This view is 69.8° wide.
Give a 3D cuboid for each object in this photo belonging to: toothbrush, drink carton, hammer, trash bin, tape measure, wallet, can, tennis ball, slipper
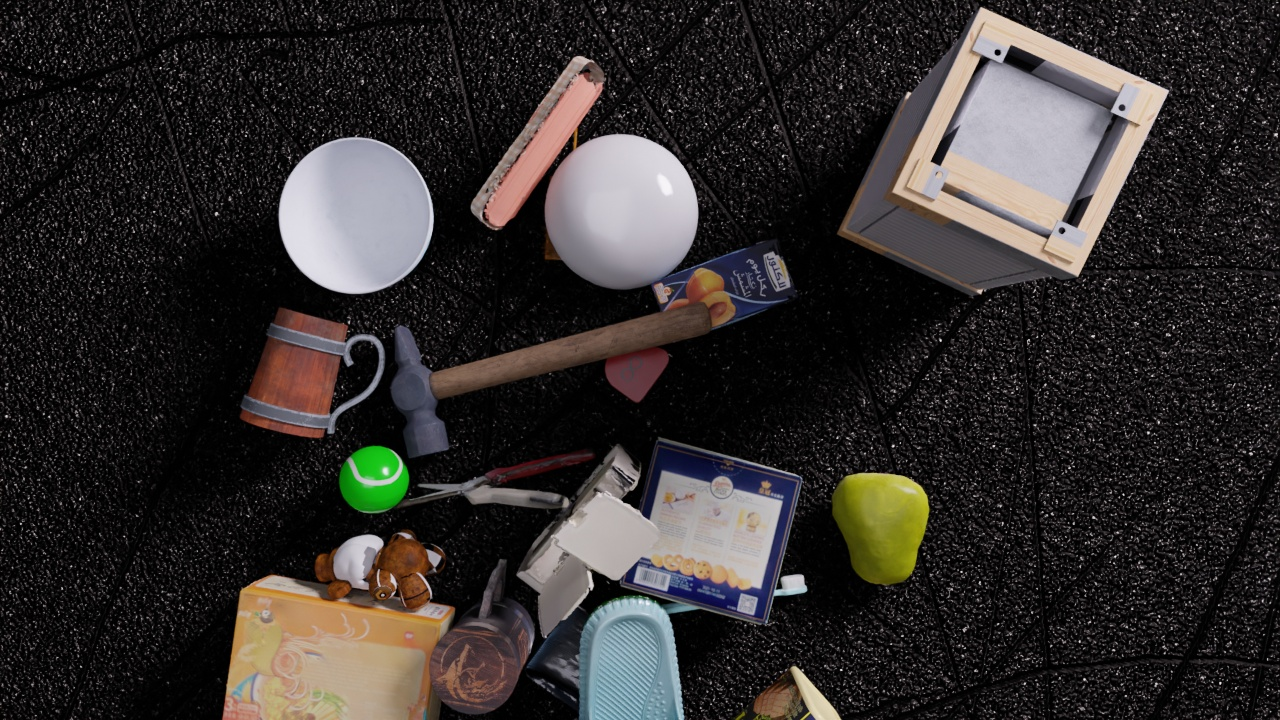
[{"bbox_3d":[0.073,0.234,0.901,0.181,0.016,0.016,-11,92,3],"label":"toothbrush"},{"bbox_3d":[0.081,-0.067,0.882,0.130,0.040,0.064,-20,91,4],"label":"drink carton"},{"bbox_3d":[-0.089,-0.004,0.875,0.322,0.040,0.129,-14,86,12],"label":"hammer"},{"bbox_3d":[0.279,-0.155,0.764,0.142,0.247,0.142,25,92,2],"label":"trash bin"},{"bbox_3d":[-0.005,0.005,0.899,0.051,0.019,0.059,36,86,4],"label":"tape measure"},{"bbox_3d":[-0.045,0.299,0.903,0.115,0.026,0.089,35,93,0],"label":"wallet"},{"bbox_3d":[0.132,0.355,0.842,0.104,0.135,0.075,-42,89,1],"label":"can"},{"bbox_3d":[-0.259,0.116,0.893,0.065,0.065,0.065,0,91,3],"label":"tennis ball"},{"bbox_3d":[-0.004,0.355,0.860,0.116,0.069,0.276,-5,101,-7],"label":"slipper"}]

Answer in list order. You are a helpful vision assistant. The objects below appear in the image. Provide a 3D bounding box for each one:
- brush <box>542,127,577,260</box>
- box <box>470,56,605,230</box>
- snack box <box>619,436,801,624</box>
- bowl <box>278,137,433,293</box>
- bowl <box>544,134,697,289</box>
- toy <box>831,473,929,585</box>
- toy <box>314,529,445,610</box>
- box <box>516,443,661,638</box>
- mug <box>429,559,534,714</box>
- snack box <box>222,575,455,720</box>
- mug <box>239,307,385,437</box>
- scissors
[{"bbox_3d":[-0.069,-0.161,0.900,0.048,0.017,0.126,4,92,3],"label":"brush"},{"bbox_3d":[-0.101,-0.210,0.879,0.056,0.067,0.187,34,92,-36],"label":"box"},{"bbox_3d":[0.067,0.161,0.878,0.144,0.042,0.145,15,86,5],"label":"snack box"},{"bbox_3d":[-0.262,-0.134,0.883,0.144,0.074,0.144,0,91,3],"label":"bowl"},{"bbox_3d":[-0.015,-0.144,0.871,0.149,0.043,0.149,0,92,-7],"label":"bowl"},{"bbox_3d":[0.227,0.161,0.873,0.090,0.051,0.110,1,94,6],"label":"toy"},{"bbox_3d":[-0.256,0.200,0.890,0.113,0.087,0.067,-9,119,12],"label":"toy"},{"bbox_3d":[-0.045,0.163,0.826,0.080,0.180,0.143,39,98,-2],"label":"box"},{"bbox_3d":[-0.144,0.257,0.868,0.080,0.107,0.116,6,91,3],"label":"mug"},{"bbox_3d":[-0.289,0.300,0.891,0.195,0.080,0.145,9,92,4],"label":"snack box"},{"bbox_3d":[-0.315,0.015,0.895,0.117,0.081,0.111,16,88,-15],"label":"mug"},{"bbox_3d":[-0.127,0.119,0.869,0.198,0.179,0.015,-19,107,-23],"label":"scissors"}]
